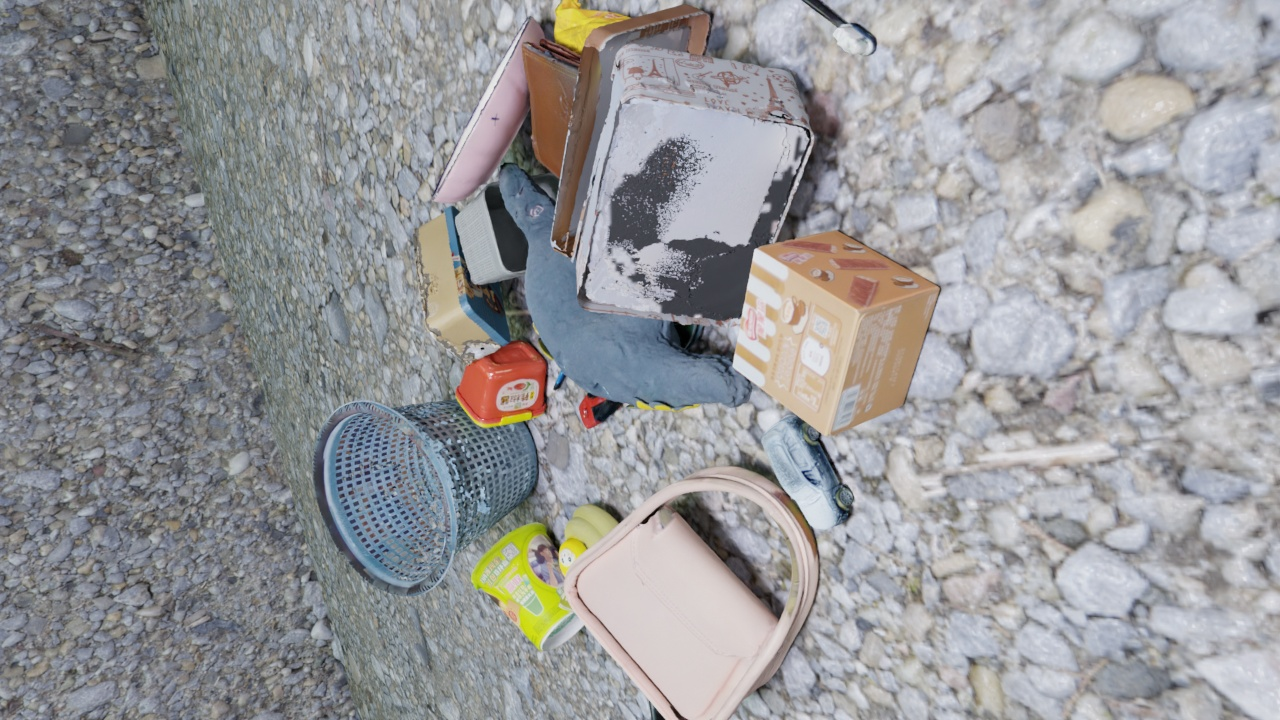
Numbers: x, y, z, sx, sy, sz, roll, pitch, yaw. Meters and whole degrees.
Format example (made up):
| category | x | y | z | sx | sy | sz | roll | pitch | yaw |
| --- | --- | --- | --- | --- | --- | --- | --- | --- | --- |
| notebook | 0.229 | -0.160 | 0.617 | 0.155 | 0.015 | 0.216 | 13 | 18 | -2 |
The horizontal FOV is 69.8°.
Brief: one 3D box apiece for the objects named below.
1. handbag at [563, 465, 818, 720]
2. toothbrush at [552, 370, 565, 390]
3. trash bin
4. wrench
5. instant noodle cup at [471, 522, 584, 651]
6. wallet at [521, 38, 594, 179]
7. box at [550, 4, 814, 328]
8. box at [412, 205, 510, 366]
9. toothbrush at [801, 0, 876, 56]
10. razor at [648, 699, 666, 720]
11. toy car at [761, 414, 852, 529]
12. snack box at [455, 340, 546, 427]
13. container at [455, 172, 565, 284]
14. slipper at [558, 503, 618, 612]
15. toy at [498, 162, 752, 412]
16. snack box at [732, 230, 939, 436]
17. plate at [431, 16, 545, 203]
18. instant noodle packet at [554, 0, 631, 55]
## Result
| category | x | y | z | sx | sy | sz | roll | pitch | yaw |
| --- | --- | --- | --- | --- | --- | --- | --- | --- | --- |
| handbag | 0.056 | 0.189 | 0.786 | 0.193 | 0.093 | 0.235 | 43 | 127 | 15 |
| toothbrush | -0.064 | -0.018 | 0.954 | 0.016 | 0.014 | 0.190 | 39 | 141 | 8 |
| trash bin | -0.237 | 0.134 | 1.086 | 0.227 | 0.194 | 0.227 | 10 | 108 | 32 |
| wrench | -0.005 | 0.005 | 0.871 | 0.274 | 0.016 | 0.056 | -49 | 60 | 53 |
| instant noodle cup | -0.124 | 0.278 | 1.102 | 0.123 | 0.111 | 0.112 | 45 | 139 | 26 |
| wallet | -0.058 | -0.199 | 0.775 | 0.101 | 0.032 | 0.125 | 40 | 146 | 39 |
| box | 0.016 | -0.149 | 0.675 | 0.177 | 0.152 | 0.183 | -92 | 15 | -46 |
| box | -0.201 | -0.088 | 1.019 | 0.090 | 0.061 | 0.184 | 47 | -158 | -52 |
| toothbrush | 0.092 | -0.252 | 0.607 | 0.181 | 0.018 | 0.016 | 54 | 146 | 31 |
| razor | 0.027 | 0.334 | 0.948 | 0.067 | 0.062 | 0.168 | -101 | 6 | -60 |
| toy car | 0.124 | 0.085 | 0.694 | 0.043 | 0.034 | 0.090 | -43 | 69 | 52 |
| snack box | -0.156 | 0.023 | 1.046 | 0.082 | 0.091 | 0.080 | 43 | 130 | 39 |
| container | -0.129 | -0.129 | 0.936 | 0.114 | 0.090 | 0.090 | -10 | 95 | 61 |
| slipper | -0.043 | 0.251 | 0.984 | 0.092 | 0.081 | 0.190 | -9 | 99 | 55 |
| toy | -0.035 | -0.046 | 0.797 | 0.356 | 0.091 | 0.138 | 49 | 136 | 33 |
| snack box | 0.125 | -0.021 | 0.602 | 0.094 | 0.076 | 0.093 | 40 | 135 | 41 |
| plate | -0.136 | -0.228 | 0.865 | 0.193 | 0.039 | 0.192 | -53 | 20 | 28 |
| instant noodle packet | -0.032 | -0.241 | 0.774 | 0.128 | 0.044 | 0.111 | 37 | 135 | 47 |
